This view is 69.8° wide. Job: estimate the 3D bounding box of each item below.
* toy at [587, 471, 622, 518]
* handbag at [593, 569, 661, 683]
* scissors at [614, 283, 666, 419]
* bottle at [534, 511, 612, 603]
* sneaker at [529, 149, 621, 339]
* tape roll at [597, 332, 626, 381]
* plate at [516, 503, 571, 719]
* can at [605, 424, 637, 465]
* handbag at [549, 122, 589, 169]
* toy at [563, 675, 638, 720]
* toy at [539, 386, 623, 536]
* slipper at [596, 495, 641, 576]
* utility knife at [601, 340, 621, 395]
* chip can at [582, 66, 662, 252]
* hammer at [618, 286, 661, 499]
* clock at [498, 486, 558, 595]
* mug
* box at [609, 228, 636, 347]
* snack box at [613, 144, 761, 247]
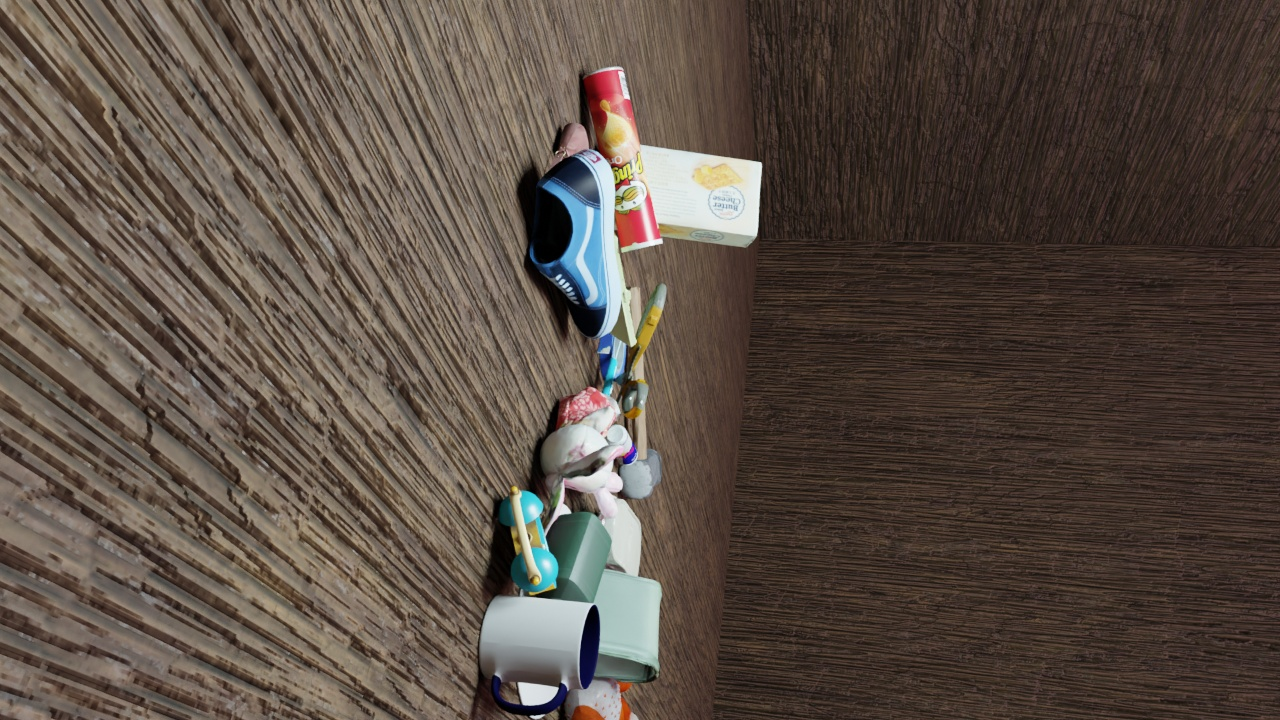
[{"bbox_3d":[-0.057,0.141,1.122,0.110,0.047,0.063,56,21,-30],"label":"toy"},{"bbox_3d":[-0.027,0.336,1.153,0.121,0.106,0.067,-86,-171,-48],"label":"handbag"},{"bbox_3d":[-0.007,0.008,1.155,0.225,0.016,0.229,-158,-93,-79],"label":"scissors"},{"bbox_3d":[-0.079,0.230,0.977,0.061,0.061,0.131,61,31,-32],"label":"bottle"},{"bbox_3d":[-0.082,-0.106,0.981,0.098,0.083,0.242,-36,146,-29],"label":"sneaker"},{"bbox_3d":[-0.038,-0.017,1.290,0.093,0.016,0.091,78,18,-51],"label":"tape roll"},{"bbox_3d":[-0.098,0.289,1.067,0.242,0.016,0.242,3,89,-78],"label":"plate"},{"bbox_3d":[-0.028,0.123,1.331,0.095,0.032,0.032,68,27,-64],"label":"can"},{"bbox_3d":[-0.087,-0.206,1.004,0.055,0.029,0.119,83,20,-46],"label":"handbag"},{"bbox_3d":[-0.044,0.465,1.182,0.163,0.093,0.173,-75,164,-50],"label":"toy"},{"bbox_3d":[-0.066,0.099,1.014,0.159,0.084,0.193,-51,-168,28],"label":"toy"},{"bbox_3d":[-0.038,0.258,1.260,0.275,0.054,0.114,77,19,-61],"label":"slipper"},{"bbox_3d":[-0.041,0.020,1.229,0.022,0.015,0.161,63,41,-72],"label":"utility knife"},{"bbox_3d":[-0.022,-0.242,1.116,0.051,0.052,0.215,-37,115,-75],"label":"chip can"},{"bbox_3d":[-0.005,0.050,1.413,0.098,0.052,0.328,-32,120,-76],"label":"hammer"},{"bbox_3d":[-0.106,0.180,0.889,0.130,0.043,0.099,85,-12,-64],"label":"clock"},{"bbox_3d":[-0.098,0.280,0.865,0.111,0.097,0.079,-76,164,-44],"label":"mug"},{"bbox_3d":[-0.049,-0.113,1.107,0.188,0.066,0.127,79,-4,-52],"label":"box"},{"bbox_3d":[0.049,-0.215,1.194,0.057,0.208,0.104,122,-26,-76],"label":"snack box"}]
